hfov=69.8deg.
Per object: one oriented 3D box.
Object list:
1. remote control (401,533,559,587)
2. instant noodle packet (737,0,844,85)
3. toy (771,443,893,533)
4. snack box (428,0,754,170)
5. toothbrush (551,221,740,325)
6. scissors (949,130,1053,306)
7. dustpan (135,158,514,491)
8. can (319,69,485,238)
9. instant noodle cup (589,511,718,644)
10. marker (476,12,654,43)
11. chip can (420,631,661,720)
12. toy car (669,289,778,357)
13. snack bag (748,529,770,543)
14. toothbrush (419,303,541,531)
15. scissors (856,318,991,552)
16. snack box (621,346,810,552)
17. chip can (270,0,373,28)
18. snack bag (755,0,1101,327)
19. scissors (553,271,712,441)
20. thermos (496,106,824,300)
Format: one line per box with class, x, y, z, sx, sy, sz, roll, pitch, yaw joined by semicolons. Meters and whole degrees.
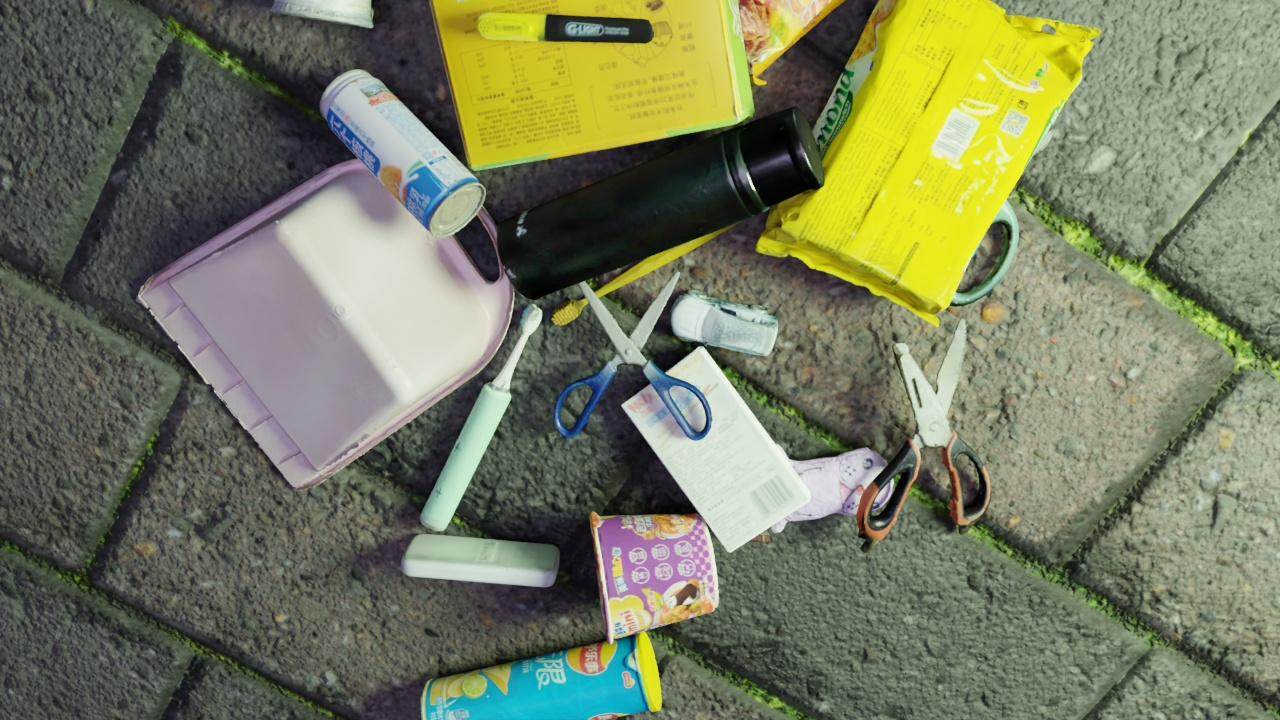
remote control;-0.140;0.177;0.812;0.136;0.055;0.020;5;105;-1
instant noodle packet;0.094;-0.281;0.673;0.128;0.044;0.111;-42;104;13
toy;0.164;0.105;0.792;0.108;0.039;0.084;-6;108;3
snack box;-0.035;-0.231;0.654;0.210;0.069;0.158;-6;107;17
toothbrush;0.009;-0.079;0.750;0.190;0.016;0.016;-29;104;10
scissors;0.235;-0.132;0.728;0.181;0.019;0.170;12;108;-1
dustpan;-0.245;-0.038;0.774;0.274;0.138;0.222;-20;109;36
can;-0.180;-0.156;0.689;0.134;0.053;0.053;46;104;11
instant noodle cup;0.011;0.180;0.788;0.099;0.111;0.112;-7;107;-4
marker;-0.051;-0.222;0.614;0.124;0.015;0.018;7;116;12
chip can;-0.090;0.306;0.842;0.210;0.071;0.071;-14;106;5
toy car;0.069;-0.028;0.757;0.090;0.034;0.043;15;110;-2
snack bag;0.089;0.114;0.803;0.048;0.026;0.104;1;107;15
toothbrush;-0.136;0.052;0.788;0.026;0.027;0.225;14;111;-41
scissors;0.240;0.074;0.758;0.189;0.015;0.227;21;108;-27
snack box;0.063;0.075;0.771;0.085;0.026;0.157;-36;89;14
chip can;-0.217;-0.351;0.643;0.071;0.071;0.215;9;107;-2
snack bag;0.211;-0.158;0.679;0.158;0.068;0.247;26;102;-3
scissors;-0.005;0.005;0.751;0.162;0.012;0.173;35;107;3
thermos;0.014;-0.119;0.689;0.243;0.089;0.068;-18;120;22
